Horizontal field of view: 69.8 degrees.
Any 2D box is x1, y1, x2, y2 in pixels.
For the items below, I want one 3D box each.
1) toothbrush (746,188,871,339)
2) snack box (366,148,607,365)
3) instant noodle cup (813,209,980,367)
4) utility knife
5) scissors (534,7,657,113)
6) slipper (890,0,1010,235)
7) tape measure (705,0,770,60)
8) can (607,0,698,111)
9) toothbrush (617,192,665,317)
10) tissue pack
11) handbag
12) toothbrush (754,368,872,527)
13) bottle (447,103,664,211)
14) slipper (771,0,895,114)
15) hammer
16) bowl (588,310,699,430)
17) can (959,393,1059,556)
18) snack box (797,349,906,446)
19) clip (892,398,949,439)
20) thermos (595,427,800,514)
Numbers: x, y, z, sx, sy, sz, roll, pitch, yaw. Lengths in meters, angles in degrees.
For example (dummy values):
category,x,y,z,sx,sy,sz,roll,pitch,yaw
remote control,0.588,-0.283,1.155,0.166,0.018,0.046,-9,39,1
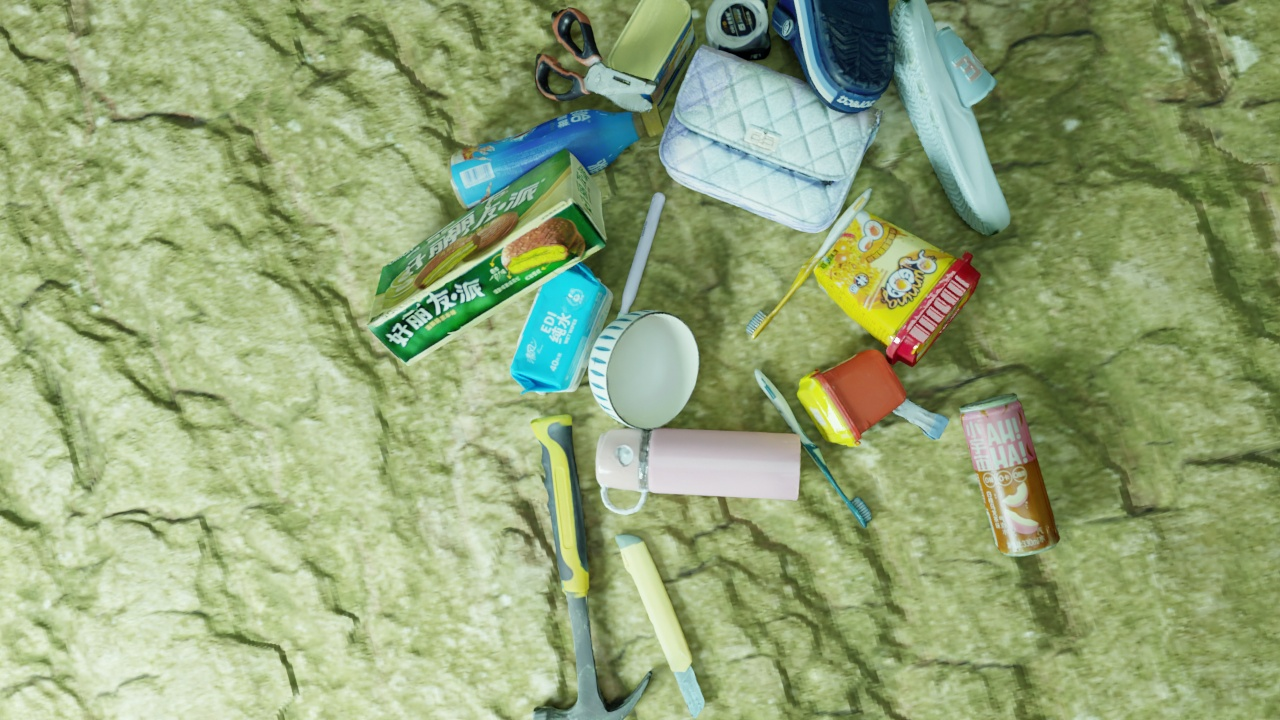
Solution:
category,x,y,z,sx,sy,sz,roll,pitch,yaw
toothbrush,0.169,-0.099,0.924,0.018,0.016,0.191,39,94,13
snack box,-0.148,-0.099,0.889,0.240,0.114,0.063,-29,124,15
instant noodle cup,0.239,-0.072,0.873,0.123,0.116,0.116,39,94,18
utility knife,0.023,0.267,0.931,0.031,0.021,0.198,-24,80,11
scissors,-0.043,-0.286,0.876,0.015,0.206,0.197,3,75,-36
slipper,0.303,-0.238,0.871,0.074,0.104,0.245,-23,91,8
tape measure,0.098,-0.339,0.928,0.066,0.033,0.065,-1,87,4
can,0.012,-0.307,0.912,0.057,0.083,0.102,31,92,6
toothbrush,-0.010,-0.083,0.943,0.021,0.029,0.189,19,89,-34
tissue pack,-0.079,-0.029,0.913,0.063,0.090,0.140,22,91,7
handbag,0.124,-0.215,0.901,0.194,0.075,0.134,22,92,6
toothbrush,0.173,0.085,0.920,0.018,0.016,0.191,-34,86,-5
bottle,-0.084,-0.211,0.926,0.219,0.065,0.065,-17,87,8
slipper,0.181,-0.341,0.891,0.105,0.095,0.252,2,67,-24
hammer,-0.065,0.216,0.936,0.126,0.032,0.323,-8,88,6
bowl,-0.005,0.005,0.906,0.066,0.116,0.116,16,91,50
can,0.352,0.109,0.877,0.058,0.058,0.147,-15,87,6
snack box,0.204,0.035,0.882,0.080,0.091,0.082,-31,86,-2
clip,0.275,0.054,0.907,0.058,0.041,0.026,33,95,11
thermos,0.056,0.110,0.905,0.199,0.067,0.087,1,78,5
